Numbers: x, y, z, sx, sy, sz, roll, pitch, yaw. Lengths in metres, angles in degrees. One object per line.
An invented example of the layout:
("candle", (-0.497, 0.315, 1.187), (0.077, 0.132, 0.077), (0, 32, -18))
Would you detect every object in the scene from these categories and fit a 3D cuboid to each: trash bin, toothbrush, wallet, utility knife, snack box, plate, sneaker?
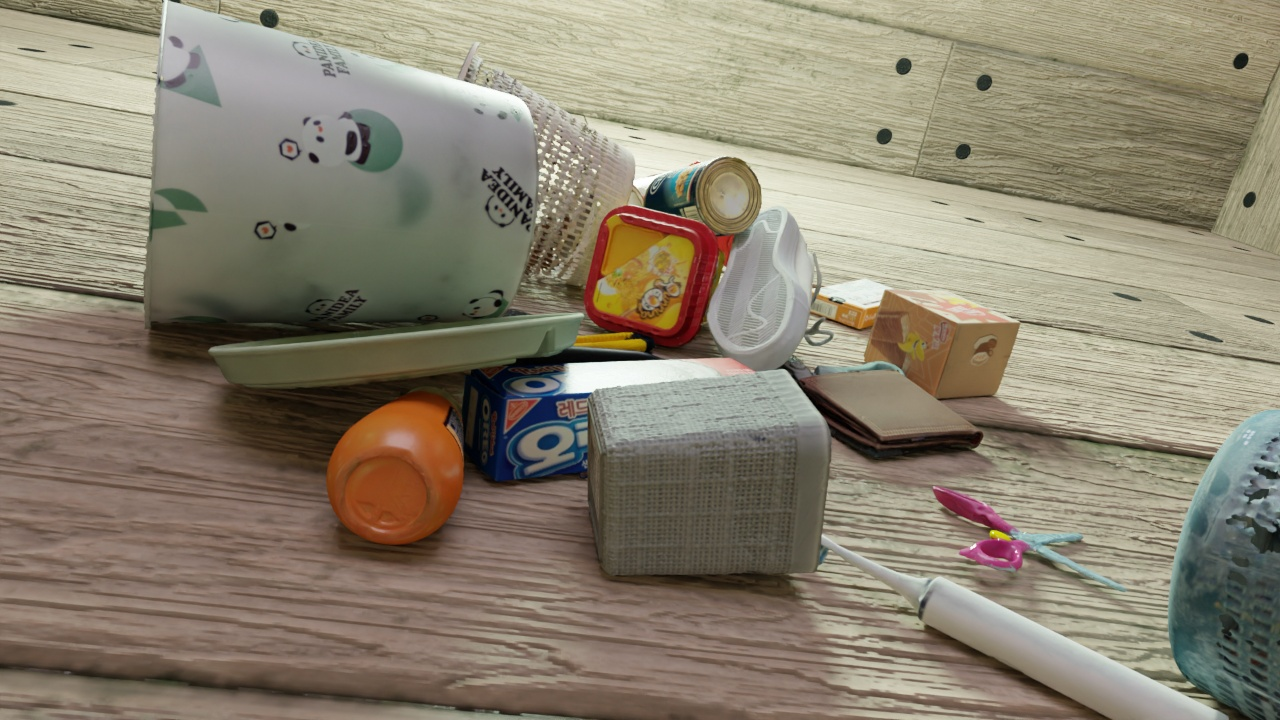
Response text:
("trash bin", (-0.225, -0.129, 0.689), (0.251, 0.230, 0.229), (3, 21, -27))
("trash bin", (0.366, 0.114, 0.407), (0.226, 0.227, 0.195), (-4, 12, -37))
("toothbrush", (0.176, 0.136, 0.472), (0.221, 0.026, 0.026), (23, -3, 30))
("toothbrush", (-0.004, 0.004, 0.736), (0.212, 0.026, 0.027), (4, 1, -22))
("wallet", (0.199, 0.043, 0.738), (0.124, 0.032, 0.101), (-2, 27, -33))
("utility knife", (-0.081, -0.010, 0.747), (0.230, 0.015, 0.033), (-6, 24, -37))
("snack box", (0.263, -0.069, 1.083), (0.075, 0.026, 0.153), (25, 23, 33))
("trash bin", (-0.119, -0.175, 0.931), (0.192, 0.228, 0.227), (20, 18, -14))
("snack box", (0.288, -0.018, 0.881), (0.092, 0.077, 0.094), (-1, 24, -32))
("plate", (-0.149, -0.008, 0.585), (0.230, 0.027, 0.230), (-6, 4, 0))
("sneaker", (0.122, -0.047, 0.832), (0.090, 0.091, 0.241), (-22, 28, 24))
("snack box", (-0.011, 0.036, 0.601), (0.207, 0.058, 0.057), (-2, 21, -32))

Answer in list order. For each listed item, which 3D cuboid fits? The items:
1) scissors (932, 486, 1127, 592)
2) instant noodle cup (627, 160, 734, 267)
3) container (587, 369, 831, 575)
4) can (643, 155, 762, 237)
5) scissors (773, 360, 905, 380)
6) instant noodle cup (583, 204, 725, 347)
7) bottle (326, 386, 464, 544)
("scissors", (0.241, 0.113, 0.591), (0.133, 0.017, 0.136), (3, 20, -35))
("instant noodle cup", (0.028, -0.154, 1.042), (0.108, 0.138, 0.138), (-10, 28, -29))
("container", (0.031, 0.061, 0.496), (0.114, 0.090, 0.090), (-2, 22, -8))
("can", (0.061, -0.158, 0.911), (0.075, 0.075, 0.111), (1, 2, -27))
("scissors", (0.156, -0.002, 0.854), (0.174, 0.019, 0.170), (1, 23, -24))
("instant noodle cup", (0.023, -0.079, 0.869), (0.116, 0.116, 0.123), (17, 8, 19))
("bottle", (-0.126, 0.047, 0.508), (0.066, 0.067, 0.149), (9, 13, -6))
